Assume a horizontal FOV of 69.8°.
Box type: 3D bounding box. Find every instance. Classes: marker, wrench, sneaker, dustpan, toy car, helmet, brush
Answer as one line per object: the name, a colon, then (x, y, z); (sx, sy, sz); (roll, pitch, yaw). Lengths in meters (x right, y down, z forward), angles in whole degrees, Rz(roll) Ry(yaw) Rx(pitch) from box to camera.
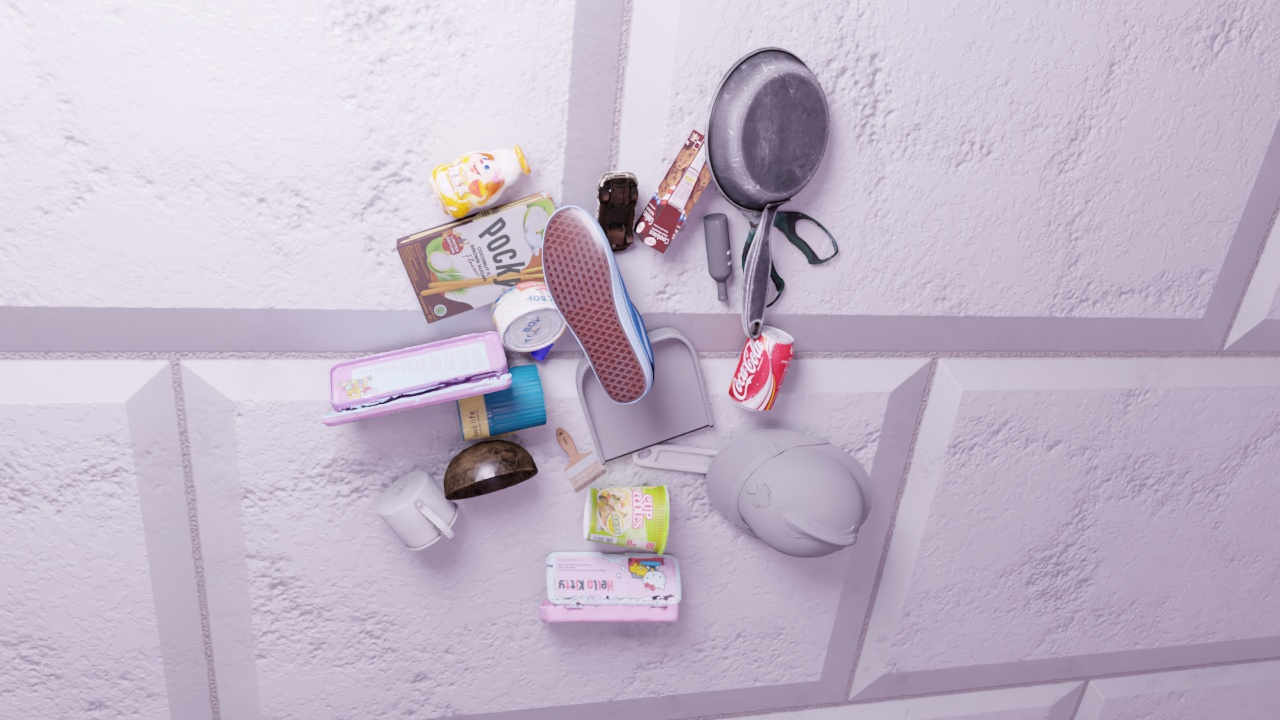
marker: (-0.092, -0.062, 1.145); (0.020, 0.020, 0.142); (29, 104, -25)
wrench: (0.115, 0.156, 1.306); (0.273, 0.018, 0.087); (8, 114, -17)
sneaker: (-0.047, -0.068, 1.096); (0.083, 0.098, 0.241); (-19, 99, 14)
dustpan: (-0.007, 0.007, 1.190); (0.163, 0.033, 0.258); (-19, 114, -5)
toy car: (-0.031, -0.177, 1.096); (0.048, 0.040, 0.113); (-4, 134, -13)
helmet: (0.227, 0.210, 1.279); (0.271, 0.117, 0.184); (24, 109, -21)
brush: (-0.086, 0.119, 1.164); (0.045, 0.143, 0.008); (-35, 120, -6)

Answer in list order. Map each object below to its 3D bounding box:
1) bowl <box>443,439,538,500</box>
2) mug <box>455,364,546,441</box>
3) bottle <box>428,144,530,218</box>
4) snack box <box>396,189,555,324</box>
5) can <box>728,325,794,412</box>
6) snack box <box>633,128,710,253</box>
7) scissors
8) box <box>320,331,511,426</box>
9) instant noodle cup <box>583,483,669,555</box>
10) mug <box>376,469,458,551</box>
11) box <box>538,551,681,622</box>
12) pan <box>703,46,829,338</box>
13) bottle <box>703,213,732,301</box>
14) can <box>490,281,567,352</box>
bowl: (-0.197, 0.133, 1.174); (0.121, 0.121, 0.056); (-16, 76, -7)
mug: (-0.177, 0.059, 1.155); (0.107, 0.083, 0.114); (-11, 146, -13)
bottle: (-0.178, -0.205, 1.028); (0.109, 0.063, 0.063); (-24, 119, -2)
snack box: (-0.181, -0.122, 1.085); (0.186, 0.031, 0.101); (-19, 118, -5)
can: (0.162, 0.011, 1.220); (0.064, 0.064, 0.105); (11, 112, -19)
snack box: (0.045, -0.201, 1.094); (0.031, 0.051, 0.141); (26, 107, -24)
scissors: (0.147, -0.151, 1.166); (0.209, 0.015, 0.147); (34, 105, -26)
box: (-0.259, 0.027, 1.072); (0.214, 0.150, 0.049); (-12, 114, -8)
instant noodle cup: (-0.021, 0.215, 1.260); (0.108, 0.098, 0.099); (5, 114, -9)
mug: (-0.278, 0.193, 1.170); (0.084, 0.113, 0.070); (-46, 119, -24)
box: (-0.044, 0.329, 1.334); (0.201, 0.087, 0.102); (5, 75, -17)
pan: (0.152, -0.188, 1.102); (0.186, 0.055, 0.357); (-17, 117, -32)
bottle: (0.099, -0.127, 1.156); (0.030, 0.030, 0.113); (-13, 118, -8)
can: (-0.133, -0.052, 1.104); (0.086, 0.043, 0.086); (-17, 148, -11)
